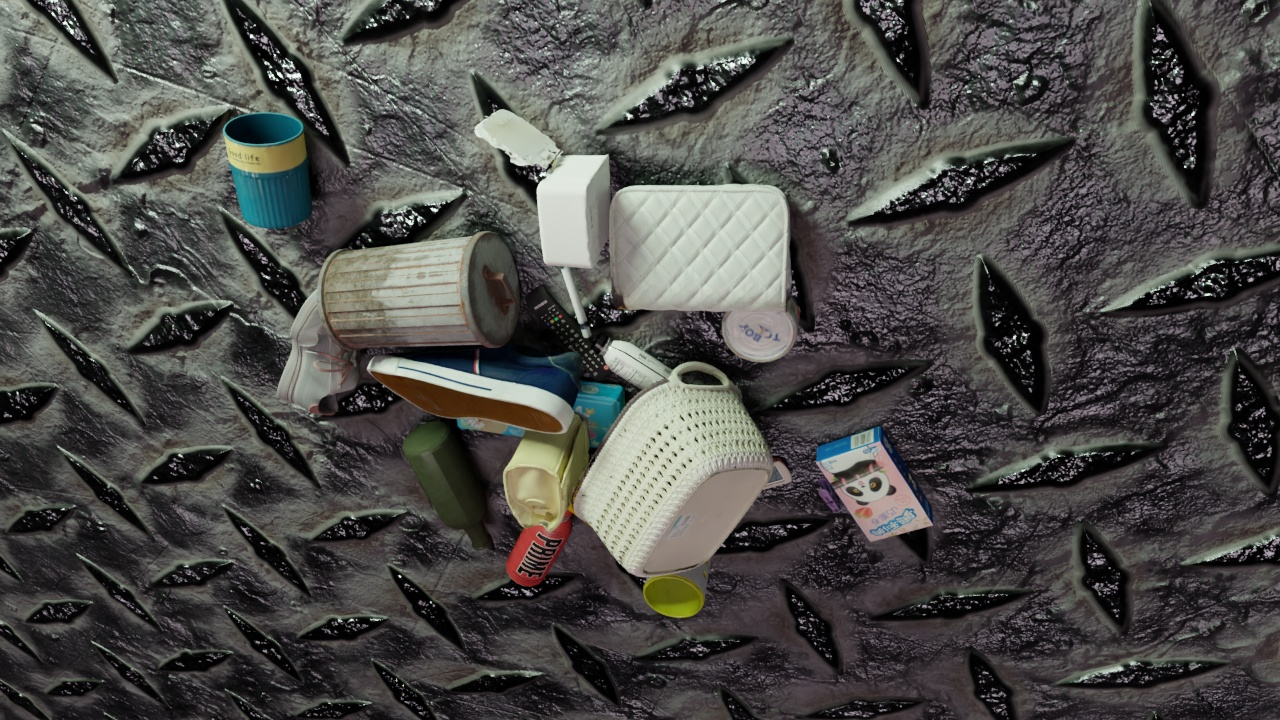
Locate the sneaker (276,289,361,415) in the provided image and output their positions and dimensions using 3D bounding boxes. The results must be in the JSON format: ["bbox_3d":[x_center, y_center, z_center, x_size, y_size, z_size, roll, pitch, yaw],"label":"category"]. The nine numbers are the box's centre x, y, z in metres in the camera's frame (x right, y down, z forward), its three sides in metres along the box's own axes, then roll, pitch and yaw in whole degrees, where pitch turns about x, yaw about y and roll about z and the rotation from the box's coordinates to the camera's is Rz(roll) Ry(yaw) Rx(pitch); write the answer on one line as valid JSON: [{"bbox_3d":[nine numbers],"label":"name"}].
[{"bbox_3d":[-0.391,-0.011,1.167,0.089,0.099,0.237,29,134,-6],"label":"sneaker"}]

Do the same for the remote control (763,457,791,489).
[{"bbox_3d":[0.137,0.158,1.201,0.126,0.018,0.038,-20,118,26],"label":"remote control"}]

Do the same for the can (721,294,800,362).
[{"bbox_3d":[0.136,-0.043,1.038,0.086,0.043,0.086,8,126,10],"label":"can"}]

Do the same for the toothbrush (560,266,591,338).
[{"bbox_3d":[-0.084,-0.108,1.059,0.017,0.012,0.187,-7,120,16],"label":"toothbrush"}]

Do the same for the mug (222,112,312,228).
[{"bbox_3d":[-0.427,-0.220,1.039,0.114,0.083,0.107,31,136,27],"label":"mug"}]

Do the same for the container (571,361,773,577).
[{"bbox_3d":[0.041,0.141,1.090,0.184,0.143,0.252,4,129,-39],"label":"container"}]

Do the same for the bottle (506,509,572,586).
[{"bbox_3d":[-0.138,0.251,1.312,0.062,0.062,0.177,26,128,-5],"label":"bottle"}]

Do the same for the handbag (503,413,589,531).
[{"bbox_3d":[-0.112,0.134,1.139,0.081,0.119,0.111,4,126,12],"label":"handbag"}]

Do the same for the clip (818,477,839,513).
[{"bbox_3d":[0.244,0.176,1.183,0.013,0.033,0.051,-21,118,26],"label":"clip"}]

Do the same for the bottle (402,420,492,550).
[{"bbox_3d":[-0.261,0.184,1.289,0.071,0.071,0.207,-7,123,19],"label":"bottle"}]

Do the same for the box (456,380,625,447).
[{"bbox_3d":[-0.131,0.061,1.188,0.227,0.039,0.094,7,128,11],"label":"box"}]

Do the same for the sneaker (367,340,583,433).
[{"bbox_3d":[-0.193,0.006,1.106,0.295,0.127,0.121,6,151,27],"label":"sneaker"}]

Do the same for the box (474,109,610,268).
[{"bbox_3d":[-0.086,-0.188,0.950,0.101,0.111,0.189,-15,116,19],"label":"box"}]

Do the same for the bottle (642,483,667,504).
[{"bbox_3d":[0.057,0.198,1.239,0.110,0.036,0.036,23,128,-3],"label":"bottle"}]

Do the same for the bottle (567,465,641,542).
[{"bbox_3d":[-0.046,0.198,1.244,0.164,0.070,0.071,39,125,-15],"label":"bottle"}]

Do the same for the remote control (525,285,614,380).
[{"bbox_3d":[-0.082,-0.030,1.120,0.033,0.015,0.147,-29,114,30],"label":"remote control"}]

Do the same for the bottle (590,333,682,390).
[{"bbox_3d":[-0.007,0.007,1.112,0.116,0.041,0.041,32,127,-10],"label":"bottle"}]

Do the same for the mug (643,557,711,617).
[{"bbox_3d":[0.054,0.285,1.260,0.082,0.105,0.083,7,127,9],"label":"mug"}]

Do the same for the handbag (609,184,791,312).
[{"bbox_3d":[0.064,-0.120,0.976,0.195,0.072,0.139,3,108,13],"label":"handbag"}]

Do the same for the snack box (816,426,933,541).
[{"bbox_3d":[0.294,0.158,1.150,0.088,0.033,0.154,-23,117,29],"label":"snack box"}]

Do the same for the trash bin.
[{"bbox_3d":[-0.246,-0.076,1.059,0.211,0.130,0.131,-2,125,18],"label":"trash bin"}]
